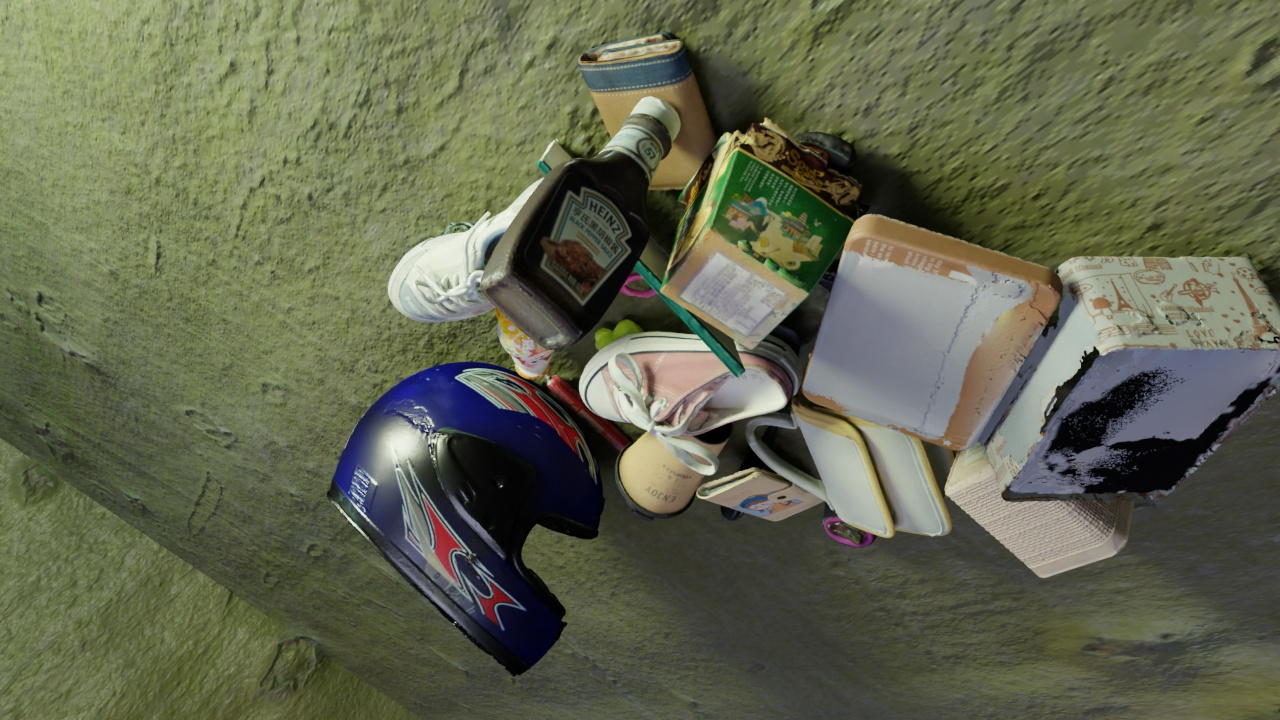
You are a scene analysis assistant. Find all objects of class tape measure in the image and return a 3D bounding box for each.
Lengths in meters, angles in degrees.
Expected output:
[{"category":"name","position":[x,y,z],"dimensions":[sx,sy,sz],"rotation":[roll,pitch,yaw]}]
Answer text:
[{"category":"tape measure","position":[0.211,0.161,0.920],"dimensions":[0.058,0.039,0.057],"rotation":[17,142,18]}]

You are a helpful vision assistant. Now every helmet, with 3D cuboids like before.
[{"category":"helmet","position":[-0.157,0.145,0.982],"dimensions":[0.315,0.240,0.247],"rotation":[46,168,-4]}]

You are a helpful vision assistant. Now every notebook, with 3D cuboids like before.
[{"category":"notebook","position":[0.002,-0.084,0.706],"dimensions":[0.012,0.150,0.209],"rotation":[-42,105,12]}]

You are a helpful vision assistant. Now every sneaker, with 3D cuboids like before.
[{"category":"sneaker","position":[-0.143,-0.071,0.797],"dimensions":[0.243,0.090,0.089],"rotation":[-22,124,37]},{"category":"sneaker","position":[0.025,0.032,0.808],"dimensions":[0.242,0.087,0.118],"rotation":[-5,126,42]}]

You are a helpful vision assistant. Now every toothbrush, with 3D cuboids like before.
[{"category":"toothbrush","position":[0.119,0.102,0.930],"dimensions":[0.027,0.026,0.213],"rotation":[0,143,-13]}]

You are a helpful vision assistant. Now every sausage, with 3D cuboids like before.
[{"category":"sausage","position":[-0.048,0.067,1.010],"dimensions":[0.156,0.020,0.020],"rotation":[44,142,-17]}]

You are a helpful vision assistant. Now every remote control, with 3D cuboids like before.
[{"category":"remote control","position":[0.110,-0.002,0.807],"dimensions":[0.053,0.024,0.137],"rotation":[24,152,9]}]

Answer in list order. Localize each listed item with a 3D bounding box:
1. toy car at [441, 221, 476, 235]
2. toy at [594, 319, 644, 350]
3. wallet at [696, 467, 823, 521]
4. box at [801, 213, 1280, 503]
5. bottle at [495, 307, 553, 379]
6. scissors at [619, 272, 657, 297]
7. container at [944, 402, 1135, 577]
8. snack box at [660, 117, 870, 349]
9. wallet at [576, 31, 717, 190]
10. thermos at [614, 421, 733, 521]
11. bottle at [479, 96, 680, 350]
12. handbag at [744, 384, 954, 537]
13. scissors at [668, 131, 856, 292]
[{"category":"toy car","position":[-0.126,-0.103,0.851],"dimensions":[0.121,0.036,0.054],"rotation":[7,137,17]},{"category":"toy","position":[-0.005,0.005,0.897],"dimensions":[0.097,0.031,0.100],"rotation":[-19,121,44]},{"category":"wallet","position":[0.127,0.134,0.926],"dimensions":[0.115,0.024,0.087],"rotation":[25,145,-38]},{"category":"box","position":[0.250,0.004,0.612],"dimensions":[0.259,0.110,0.179],"rotation":[2,141,-3]},{"category":"bottle","position":[-0.109,-0.027,0.904],"dimensions":[0.063,0.063,0.109],"rotation":[21,143,13]},{"category":"scissors","position":[-0.051,-0.080,0.820],"dimensions":[0.137,0.017,0.073],"rotation":[-2,137,19]},{"category":"container","position":[0.317,0.098,0.734],"dimensions":[0.111,0.090,0.090],"rotation":[38,144,-5]},{"category":"snack box","position":[0.076,-0.079,0.633],"dimensions":[0.118,0.105,0.118],"rotation":[33,144,-5]},{"category":"wallet","position":[0.012,-0.177,0.671],"dimensions":[0.090,0.033,0.115],"rotation":[5,138,35]},{"category":"thermos","position":[0.035,0.096,0.933],"dimensions":[0.093,0.092,0.144],"rotation":[32,137,-2]},{"category":"bottle","position":[-0.027,-0.099,0.597],"dimensions":[0.080,0.194,0.044],"rotation":[43,146,-22]},{"category":"handbag","position":[0.185,0.092,0.831],"dimensions":[0.179,0.063,0.163],"rotation":[-4,131,33]},{"category":"scissors","position":[0.126,-0.085,0.710],"dimensions":[0.221,0.021,0.235],"rotation":[27,147,12]}]
